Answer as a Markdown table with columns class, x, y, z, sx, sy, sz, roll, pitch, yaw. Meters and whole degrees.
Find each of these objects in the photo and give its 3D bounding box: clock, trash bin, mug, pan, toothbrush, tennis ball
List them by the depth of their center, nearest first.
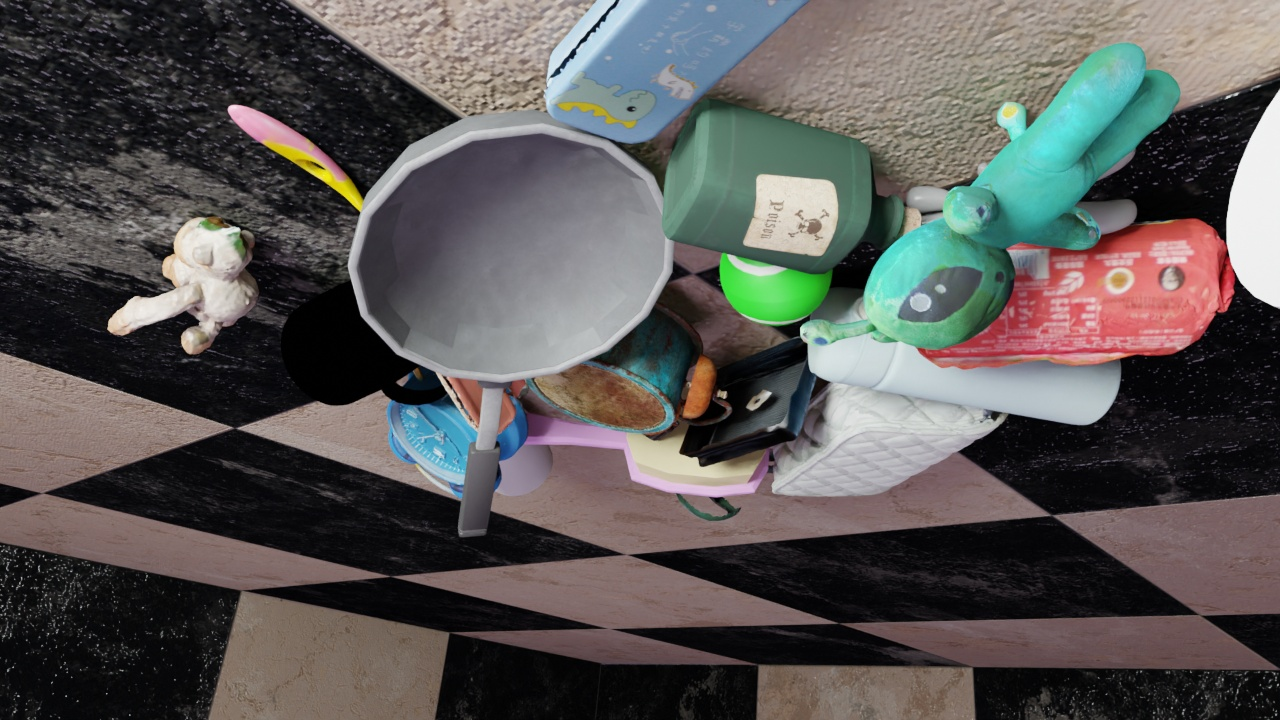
| class | x | y | z | sx | sy | sz | roll | pitch | yaw |
| --- | --- | --- | --- | --- | --- | --- | --- | --- | --- |
| trash bin | 0.366 | -0.052 | 0.351 | 0.199 | 0.195 | 0.196 | 17 | 156 | -3 |
| toothbrush | -0.183 | -0.109 | 0.538 | 0.021 | 0.016 | 0.135 | -6 | 151 | 30 |
| tennis ball | 0.079 | -0.053 | 0.539 | 0.065 | 0.065 | 0.065 | 5 | 157 | 2 |
| pan | -0.090 | 0.000 | 0.575 | 0.178 | 0.041 | 0.358 | -1 | 135 | -19 |
| mug | -0.183 | -0.011 | 0.663 | 0.104 | 0.084 | 0.112 | -21 | 125 | 34 |
| clock | -0.004 | 0.004 | 0.673 | 0.157 | 0.073 | 0.122 | 28 | 153 | -18 |
| clock | -0.162 | 0.063 | 0.796 | 0.117 | 0.060 | 0.162 | 30 | 139 | 8 |
| mug | -0.143 | 0.071 | 0.890 | 0.107 | 0.071 | 0.089 | 27 | 154 | 25 |

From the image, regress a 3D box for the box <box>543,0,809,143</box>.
| class | x | y | z | sx | sy | sz | roll | pitch | yaw |
| --- | --- | --- | --- | --- | --- | --- | --- | --- | --- |
| box | 0.032 | -0.148 | 0.371 | 0.065 | 0.037 | 0.210 | 17 | 155 | -30 |

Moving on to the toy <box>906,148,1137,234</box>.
| class | x | y | z | sx | sy | sz | roll | pitch | yaw |
| --- | --- | --- | --- | --- | --- | --- | --- | --- | --- |
| toy | 0.199 | -0.084 | 0.485 | 0.112 | 0.030 | 0.049 | -3 | 127 | 27 |

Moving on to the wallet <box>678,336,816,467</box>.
| class | x | y | z | sx | sy | sz | roll | pitch | yaw |
| --- | --- | --- | --- | --- | --- | --- | --- | --- | --- |
| wallet | 0.086 | 0.034 | 0.702 | 0.026 | 0.089 | 0.115 | 40 | 143 | -21 |

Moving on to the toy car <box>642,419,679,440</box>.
| class | x | y | z | sx | sy | sz | roll | pitch | yaw |
| --- | --- | --- | --- | --- | --- | --- | --- | --- | --- |
| toy car | -0.011 | 0.030 | 0.752 | 0.092 | 0.037 | 0.040 | 43 | 152 | -2 |

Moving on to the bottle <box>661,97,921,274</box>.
| class | x | y | z | sx | sy | sz | roll | pitch | yaw |
| --- | --- | --- | --- | --- | --- | --- | --- | --- | --- |
| bottle | 0.082 | -0.083 | 0.474 | 0.131 | 0.061 | 0.061 | 12 | 154 | -13 |

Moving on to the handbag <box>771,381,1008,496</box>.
| class | x | y | z | sx | sy | sz | roll | pitch | yaw |
| --- | --- | --- | --- | --- | --- | --- | --- | --- | --- |
| handbag | 0.195 | 0.058 | 0.762 | 0.138 | 0.072 | 0.195 | 2 | 157 | -14 |

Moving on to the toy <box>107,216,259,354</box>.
| class | x | y | z | sx | sy | sz | roll | pitch | yaw |
| --- | --- | --- | --- | --- | --- | --- | --- | --- | --- |
| toy | -0.298 | -0.055 | 0.615 | 0.074 | 0.085 | 0.106 | 43 | 124 | -9 |

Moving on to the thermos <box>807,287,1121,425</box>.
| class | x | y | z | sx | sy | sz | roll | pitch | yaw |
| --- | --- | --- | --- | --- | --- | --- | --- | --- | --- |
| thermos | 0.214 | -0.003 | 0.621 | 0.206 | 0.065 | 0.078 | 10 | 156 | -9 |

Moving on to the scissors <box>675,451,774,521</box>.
| class | x | y | z | sx | sy | sz | roll | pitch | yaw |
| --- | --- | --- | --- | --- | --- | --- | --- | --- | --- |
| scissors | 0.094 | 0.110 | 0.865 | 0.202 | 0.015 | 0.201 | 1 | -167 | -13 |

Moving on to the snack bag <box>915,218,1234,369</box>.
| class | x | y | z | sx | sy | sz | roll | pitch | yaw |
| --- | --- | --- | --- | --- | --- | --- | --- | --- | --- |
| snack bag | 0.236 | -0.036 | 0.520 | 0.177 | 0.082 | 0.082 | -1 | 156 | 18 |

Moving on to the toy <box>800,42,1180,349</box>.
| class | x | y | z | sx | sy | sz | roll | pitch | yaw |
| --- | --- | --- | --- | --- | --- | --- | --- | --- | --- |
| toy | 0.165 | -0.066 | 0.441 | 0.130 | 0.072 | 0.194 | 4 | 136 | -42 |

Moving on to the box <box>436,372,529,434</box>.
| class | x | y | z | sx | sy | sz | roll | pitch | yaw |
| --- | --- | --- | --- | --- | --- | --- | --- | --- | --- |
| box | -0.117 | -0.016 | 0.635 | 0.048 | 0.085 | 0.187 | 26 | 154 | 23 |

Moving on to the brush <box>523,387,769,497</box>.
| class | x | y | z | sx | sy | sz | roll | pitch | yaw |
| --- | --- | --- | --- | --- | --- | --- | --- | --- | --- |
| brush | -0.002 | 0.064 | 0.799 | 0.229 | 0.089 | 0.043 | 5 | 152 | 6 |
